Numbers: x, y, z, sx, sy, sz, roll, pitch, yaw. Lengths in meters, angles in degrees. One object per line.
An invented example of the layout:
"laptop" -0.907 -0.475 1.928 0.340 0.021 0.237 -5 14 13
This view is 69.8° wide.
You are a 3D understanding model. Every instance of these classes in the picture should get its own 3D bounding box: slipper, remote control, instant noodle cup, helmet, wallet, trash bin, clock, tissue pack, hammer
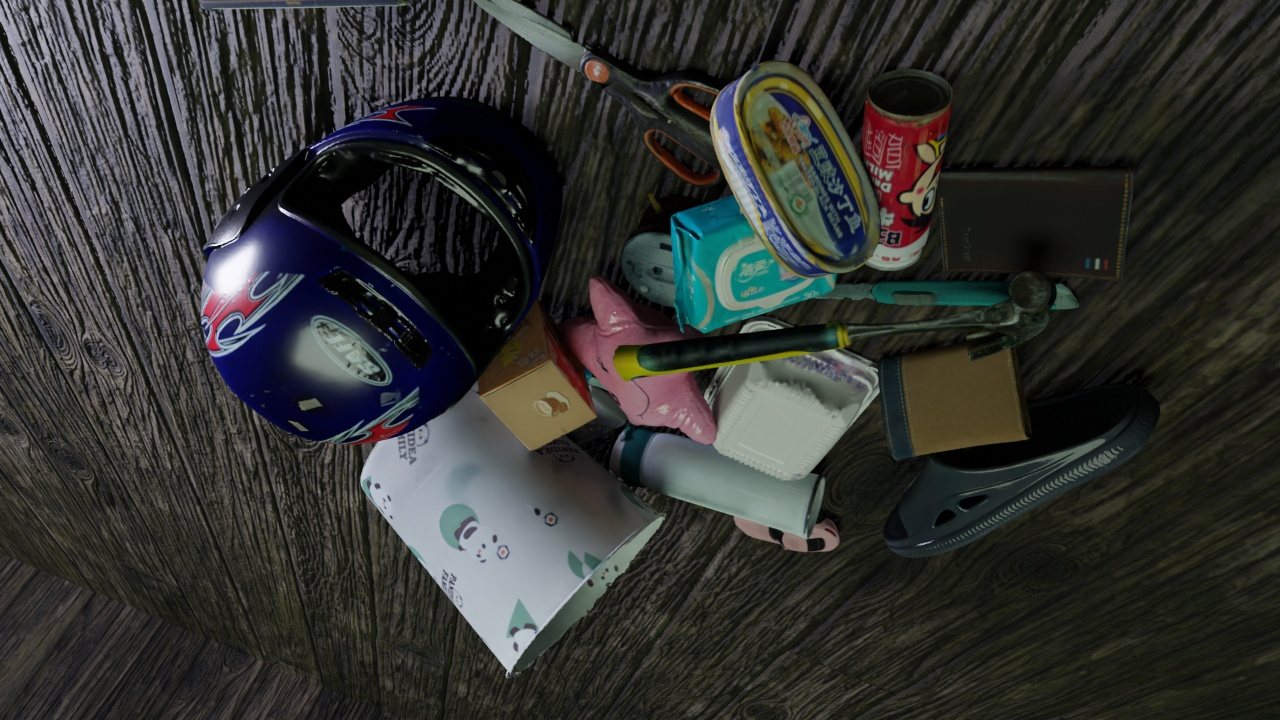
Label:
"slipper" 0.299 0.079 0.785 0.083 0.110 0.269 45 135 -4
"remote control" -0.077 0.070 1.026 0.058 0.021 0.150 39 140 -20
"instant noodle cup" 0.131 0.048 0.858 0.138 0.060 0.174 23 142 0
"helmet" -0.223 -0.056 0.764 0.316 0.239 0.247 -22 125 42
"wallet" 0.272 -0.096 0.640 0.122 0.020 0.096 5 140 25
"wallet" 0.256 0.030 0.756 0.116 0.090 0.033 -16 163 40
"trash bin" -0.141 0.160 0.966 0.252 0.228 0.230 42 146 13
"clock" 0.029 -0.081 0.754 0.082 0.055 0.122 15 144 9
"tissue pack" 0.083 -0.078 0.679 0.133 0.050 0.093 -19 135 -10
"hammer" 0.139 -0.015 0.708 0.324 0.032 0.126 -7 164 15

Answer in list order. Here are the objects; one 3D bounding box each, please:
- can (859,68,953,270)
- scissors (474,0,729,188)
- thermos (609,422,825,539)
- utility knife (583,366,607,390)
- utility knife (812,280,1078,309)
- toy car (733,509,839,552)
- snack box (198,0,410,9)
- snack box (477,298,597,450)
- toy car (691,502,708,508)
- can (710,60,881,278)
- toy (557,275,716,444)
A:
"can" 0.175 -0.125 0.623 0.053 0.053 0.133 11 142 16
"scissors" -0.024 -0.193 0.669 0.235 0.021 0.143 17 144 8
"thermos" 0.076 0.125 0.964 0.224 0.073 0.073 14 143 20
"utility knife" -0.096 0.006 0.959 0.194 0.018 0.034 16 142 6
"utility knife" 0.222 -0.052 0.723 0.223 0.013 0.029 3 140 25
"toy car" 0.164 0.190 1.037 0.122 0.037 0.056 7 139 22
"snack box" -0.254 -0.326 0.604 0.178 0.045 0.183 8 141 20
"snack box" -0.103 0.014 0.882 0.077 0.094 0.093 -27 133 8
"toy car" 0.096 0.144 1.008 0.090 0.042 0.035 3 174 18
"can" 0.103 -0.125 0.612 0.148 0.074 0.049 61 169 -8
"toy" -0.005 0.005 0.861 0.179 0.074 0.195 27 149 28
